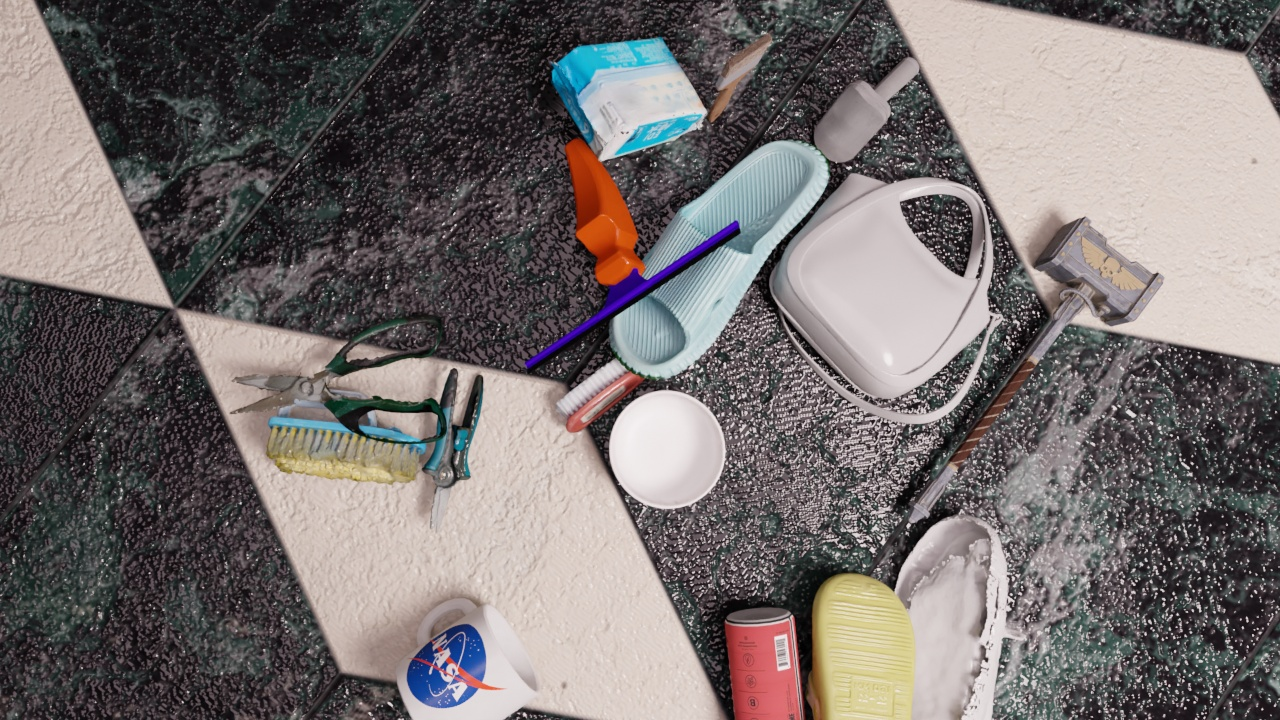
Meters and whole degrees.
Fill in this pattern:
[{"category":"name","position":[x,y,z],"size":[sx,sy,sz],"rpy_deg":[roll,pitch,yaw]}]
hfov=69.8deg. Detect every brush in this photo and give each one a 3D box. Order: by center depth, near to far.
[{"category":"brush","position":[0.078,-0.242,0.817],"size":[0.045,0.143,0.008],"rpy_deg":[-36,88,-13]},{"category":"brush","position":[-0.261,0.067,0.830],"size":[0.136,0.055,0.075],"rpy_deg":[7,63,-1]},{"category":"brush","position":[-0.005,0.005,0.851],"size":[0.172,0.041,0.030],"rpy_deg":[-36,72,-6]}]

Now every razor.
[{"category":"razor","position":[0.225,-0.249,0.866],"size":[0.047,0.088,0.116],"rpy_deg":[45,66,2]}]

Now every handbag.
[{"category":"handbag","position":[0.249,-0.076,0.856],"size":[0.222,0.096,0.216],"rpy_deg":[-42,88,-17]}]

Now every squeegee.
[{"category":"squeegee","position":[-0.033,-0.124,0.840],"size":[0.250,0.055,0.184],"rpy_deg":[-32,67,29]}]

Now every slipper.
[{"category":"slipper","position":[0.190,0.287,0.809],"size":[0.091,0.082,0.190],"rpy_deg":[5,68,-5]},{"category":"slipper","position":[0.279,0.262,0.818],"size":[0.112,0.074,0.246],"rpy_deg":[5,82,30]},{"category":"slipper","position":[0.065,-0.106,0.828],"size":[0.116,0.069,0.276],"rpy_deg":[35,80,35]}]

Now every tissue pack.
[{"category":"tissue pack","position":[-0.008,-0.238,0.835],"size":[0.144,0.062,0.093],"rpy_deg":[-25,80,-40]}]

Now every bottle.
[{"category":"bottle","position":[0.114,0.314,0.813],"size":[0.062,0.062,0.176],"rpy_deg":[-6,85,-2]}]

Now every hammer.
[{"category":"hammer","position":[0.347,0.021,0.852],"size":[0.098,0.044,0.322],"rpy_deg":[38,85,2]}]

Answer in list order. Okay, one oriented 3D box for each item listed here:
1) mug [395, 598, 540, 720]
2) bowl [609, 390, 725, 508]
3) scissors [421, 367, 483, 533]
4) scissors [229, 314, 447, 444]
[{"category":"mug","position":[-0.156,0.265,0.804],"size":[0.090,0.091,0.121],"rpy_deg":[-33,52,-4]},{"category":"bowl","position":[0.023,0.080,0.835],"size":[0.105,0.054,0.105],"rpy_deg":[0,87,-1]},{"category":"scissors","position":[-0.167,0.080,0.841],"size":[0.138,0.019,0.129],"rpy_deg":[-41,117,-33]},{"category":"scissors","position":[-0.265,0.005,0.829],"size":[0.209,0.015,0.154],"rpy_deg":[8,59,2]}]
